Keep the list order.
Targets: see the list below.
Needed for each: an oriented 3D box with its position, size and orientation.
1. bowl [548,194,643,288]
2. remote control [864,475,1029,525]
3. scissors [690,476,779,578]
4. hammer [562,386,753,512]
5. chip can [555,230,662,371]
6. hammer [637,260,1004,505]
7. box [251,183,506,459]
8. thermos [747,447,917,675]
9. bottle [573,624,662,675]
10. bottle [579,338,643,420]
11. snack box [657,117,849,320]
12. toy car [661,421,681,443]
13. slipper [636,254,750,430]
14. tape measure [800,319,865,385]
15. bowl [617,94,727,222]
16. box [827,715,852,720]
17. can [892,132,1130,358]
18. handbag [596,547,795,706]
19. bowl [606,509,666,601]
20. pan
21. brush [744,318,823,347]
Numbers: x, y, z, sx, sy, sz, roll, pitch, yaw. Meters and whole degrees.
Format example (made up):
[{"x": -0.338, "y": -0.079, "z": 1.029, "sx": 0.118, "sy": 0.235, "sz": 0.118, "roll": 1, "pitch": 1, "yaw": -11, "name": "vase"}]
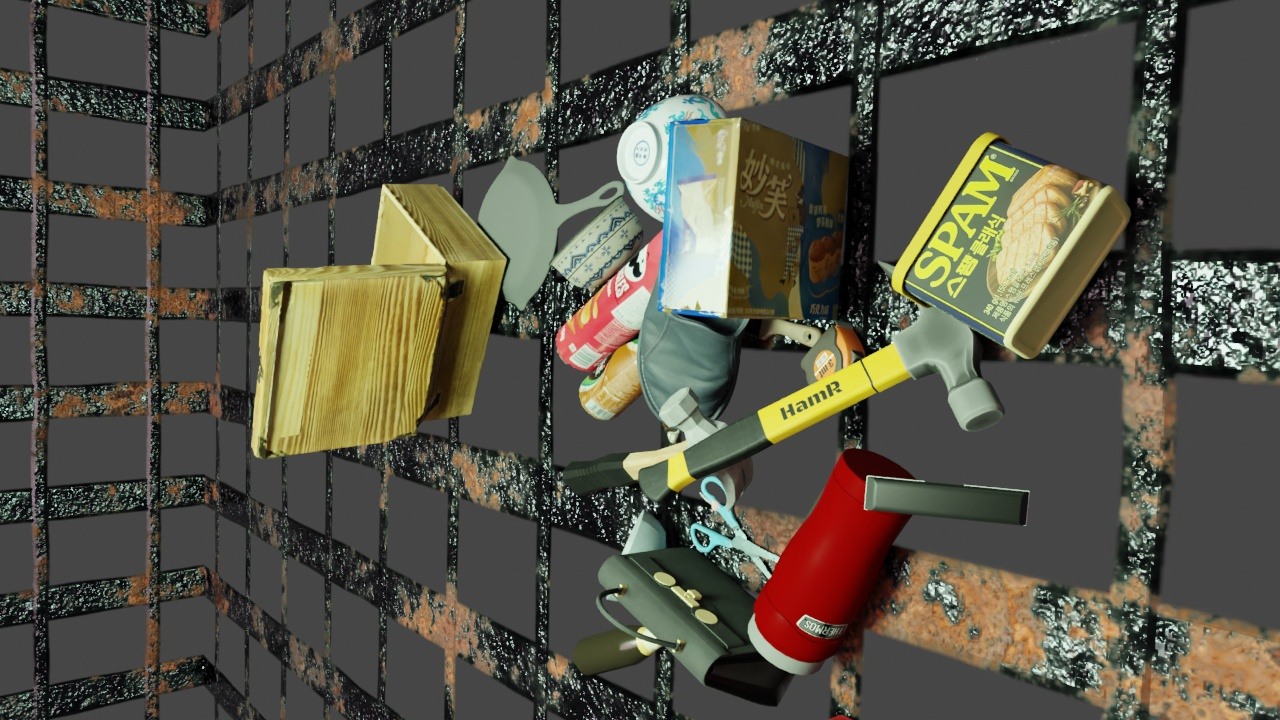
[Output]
[{"x": -0.043, "y": -0.128, "z": 1.052, "sx": 0.059, "sy": 0.115, "sz": 0.116, "roll": 47, "pitch": 133, "yaw": -5, "name": "bowl"}, {"x": 0.242, "y": 0.112, "z": 0.727, "sx": 0.124, "sy": 0.011, "sz": 0.028, "roll": 4, "pitch": 95, "yaw": 11, "name": "remote control"}, {"x": 0.093, "y": 0.194, "z": 0.962, "sx": 0.142, "sy": 0.015, "sz": 0.095, "roll": 55, "pitch": 129, "yaw": 41, "name": "scissors"}, {"x": 0.002, "y": 0.115, "z": 1.006, "sx": 0.131, "sy": 0.039, "sz": 0.329, "roll": 50, "pitch": 149, "yaw": -11, "name": "hammer"}, {"x": -0.009, "y": -0.067, "z": 1.034, "sx": 0.234, "sy": 0.073, "sz": 0.073, "roll": -39, "pitch": 62, "yaw": 44, "name": "chip can"}, {"x": 0.134, "y": 0.041, "z": 0.798, "sx": 0.325, "sy": 0.034, "sz": 0.169, "roll": -30, "pitch": 53, "yaw": 21, "name": "hammer"}, {"x": -0.387, "y": -0.057, "z": 1.267, "sx": 0.286, "sy": 0.335, "sz": 0.280, "roll": 45, "pitch": 129, "yaw": 37, "name": "box"}, {"x": 0.168, "y": 0.175, "z": 0.827, "sx": 0.108, "sy": 0.084, "sz": 0.199, "roll": -105, "pitch": 34, "yaw": -62, "name": "thermos"}, {"x": -0.001, "y": 0.324, "z": 1.053, "sx": 0.185, "sy": 0.045, "sz": 0.045, "roll": -29, "pitch": 69, "yaw": 39, "name": "bottle"}, {"x": -0.006, "y": 0.006, "z": 1.040, "sx": 0.168, "sy": 0.059, "sz": 0.059, "roll": -44, "pitch": 59, "yaw": 41, "name": "bottle"}, {"x": 0.103, "y": -0.114, "z": 0.792, "sx": 0.069, "sy": 0.202, "sz": 0.155, "roll": 6, "pitch": 95, "yaw": 36, "name": "snack box"}, {"x": 0.049, "y": 0.035, "z": 0.990, "sx": 0.040, "sy": 0.048, "sz": 0.113, "roll": 11, "pitch": 106, "yaw": 5, "name": "toy car"}, {"x": 0.055, "y": -0.045, "z": 0.897, "sx": 0.109, "sy": 0.083, "sz": 0.266, "roll": 16, "pitch": 111, "yaw": 7, "name": "slipper"}, {"x": 0.182, "y": 0.006, "z": 0.837, "sx": 0.058, "sy": 0.038, "sz": 0.058, "roll": -56, "pitch": 37, "yaw": 33, "name": "tape measure"}, {"x": 0.023, "y": -0.219, "z": 0.990, "sx": 0.144, "sy": 0.074, "sz": 0.144, "roll": 1, "pitch": 91, "yaw": 50, "name": "bowl"}, {"x": 0.184, "y": 0.410, "z": 0.797, "sx": 0.130, "sy": 0.097, "sz": 0.157, "roll": 11, "pitch": 99, "yaw": 54, "name": "box"}, {"x": 0.273, "y": -0.083, "z": 0.680, "sx": 0.104, "sy": 0.075, "sz": 0.135, "roll": 39, "pitch": 104, "yaw": 39, "name": "can"}, {"x": 0.032, "y": 0.249, "z": 0.885, "sx": 0.176, "sy": 0.195, "sz": 0.072, "roll": 33, "pitch": 99, "yaw": 45, "name": "handbag"}, {"x": 0.000, "y": 0.223, "z": 1.024, "sx": 0.039, "sy": 0.106, "sz": 0.106, "roll": 23, "pitch": 115, "yaw": 0, "name": "bowl"}, {"x": -0.139, "y": -0.185, "z": 1.223, "sx": 0.356, "sy": 0.024, "sz": 0.216, "roll": -10, "pitch": 83, "yaw": 49, "name": "pan"}, {"x": 0.124, "y": -0.040, "z": 0.922, "sx": 0.151, "sy": 0.012, "sz": 0.039, "roll": 26, "pitch": 110, "yaw": 47, "name": "brush"}]
